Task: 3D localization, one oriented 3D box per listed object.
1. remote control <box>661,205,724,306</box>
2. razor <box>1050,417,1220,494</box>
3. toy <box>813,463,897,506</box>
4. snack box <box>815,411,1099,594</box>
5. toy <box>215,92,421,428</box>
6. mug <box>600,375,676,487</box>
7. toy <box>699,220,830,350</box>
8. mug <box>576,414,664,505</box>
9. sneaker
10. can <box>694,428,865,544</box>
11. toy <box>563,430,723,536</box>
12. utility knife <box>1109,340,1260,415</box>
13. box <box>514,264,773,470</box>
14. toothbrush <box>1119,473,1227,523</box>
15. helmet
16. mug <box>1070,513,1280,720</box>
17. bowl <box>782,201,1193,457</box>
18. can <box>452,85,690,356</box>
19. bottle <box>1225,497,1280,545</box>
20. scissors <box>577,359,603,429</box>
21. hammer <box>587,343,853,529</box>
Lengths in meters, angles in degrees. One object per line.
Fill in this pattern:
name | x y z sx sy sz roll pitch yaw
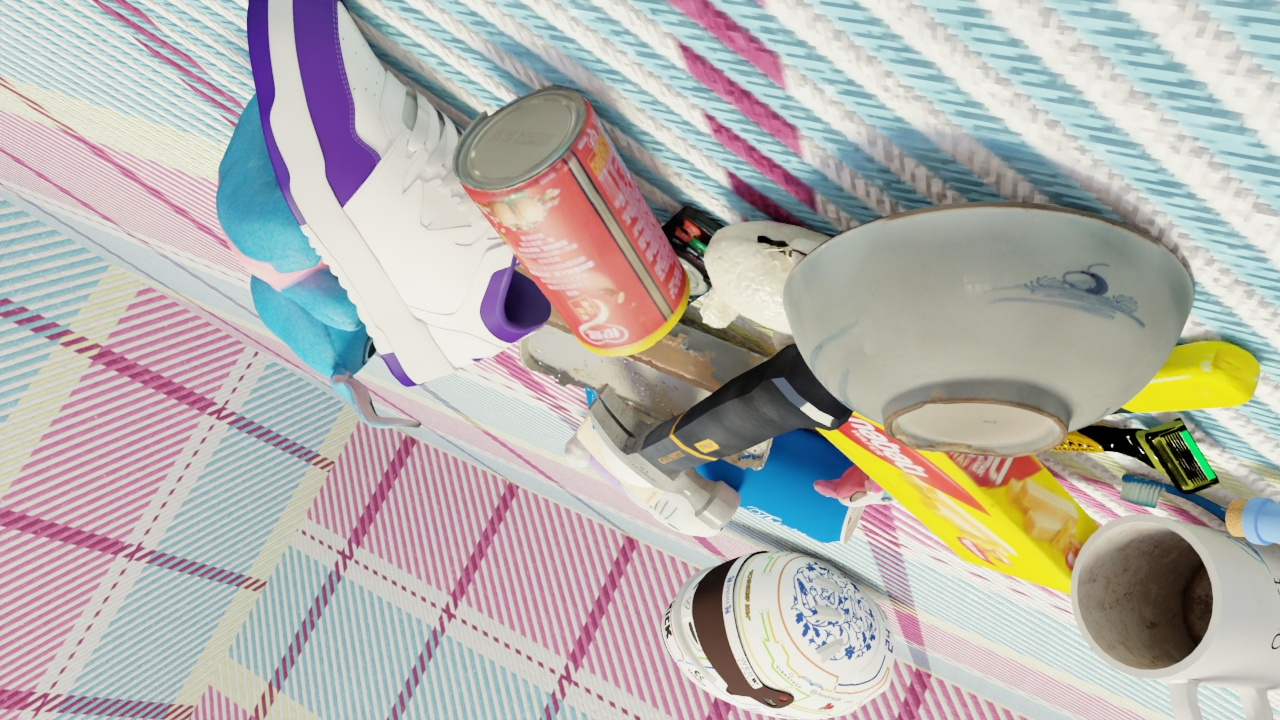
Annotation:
remote control | 0.018 -0.052 0.522 0.045 0.021 0.141 33 161 -12
razor | 0.224 0.042 0.487 0.044 0.021 0.144 47 159 -22
toy | 0.166 0.081 0.634 0.050 0.065 0.102 49 171 8
snack box | 0.177 0.062 0.524 0.200 0.042 0.092 40 164 -26
toy | -0.205 -0.060 0.582 0.192 0.099 0.223 93 158 -60
mug | -0.002 0.056 0.828 0.124 0.090 0.076 50 160 8
toy | 0.071 -0.036 0.421 0.087 0.050 0.112 22 153 -1
mug | -0.002 0.076 0.921 0.104 0.085 0.111 35 -164 3
sneaker | -0.111 -0.087 0.484 0.111 0.091 0.244 -14 137 0
can | 0.108 0.088 0.740 0.146 0.078 0.079 21 165 23
toy | 0.013 0.138 1.085 0.209 0.085 0.138 27 169 4
utility knife | 0.195 0.019 0.457 0.029 0.020 0.234 34 164 -10
box | -0.002 0.001 0.664 0.217 0.071 0.157 22 148 16
toothbrush | 0.321 0.085 0.478 0.132 0.016 0.021 17 178 35
helmet | 0.215 0.396 1.351 0.314 0.230 0.237 26 135 -16
mug | 0.299 0.147 0.485 0.096 0.119 0.083 14 153 -25
bowl | 0.130 0.002 0.357 0.151 0.056 0.151 7 158 3
can | -0.028 -0.062 0.436 0.067 0.066 0.124 16 154 37
bottle | 0.315 0.074 0.383 0.048 0.048 0.131 32 165 -22
scissors | -0.046 0.009 0.780 0.125 0.014 0.131 53 157 23
hammer | 0.049 0.047 0.572 0.139 0.035 0.313 37 161 -5
